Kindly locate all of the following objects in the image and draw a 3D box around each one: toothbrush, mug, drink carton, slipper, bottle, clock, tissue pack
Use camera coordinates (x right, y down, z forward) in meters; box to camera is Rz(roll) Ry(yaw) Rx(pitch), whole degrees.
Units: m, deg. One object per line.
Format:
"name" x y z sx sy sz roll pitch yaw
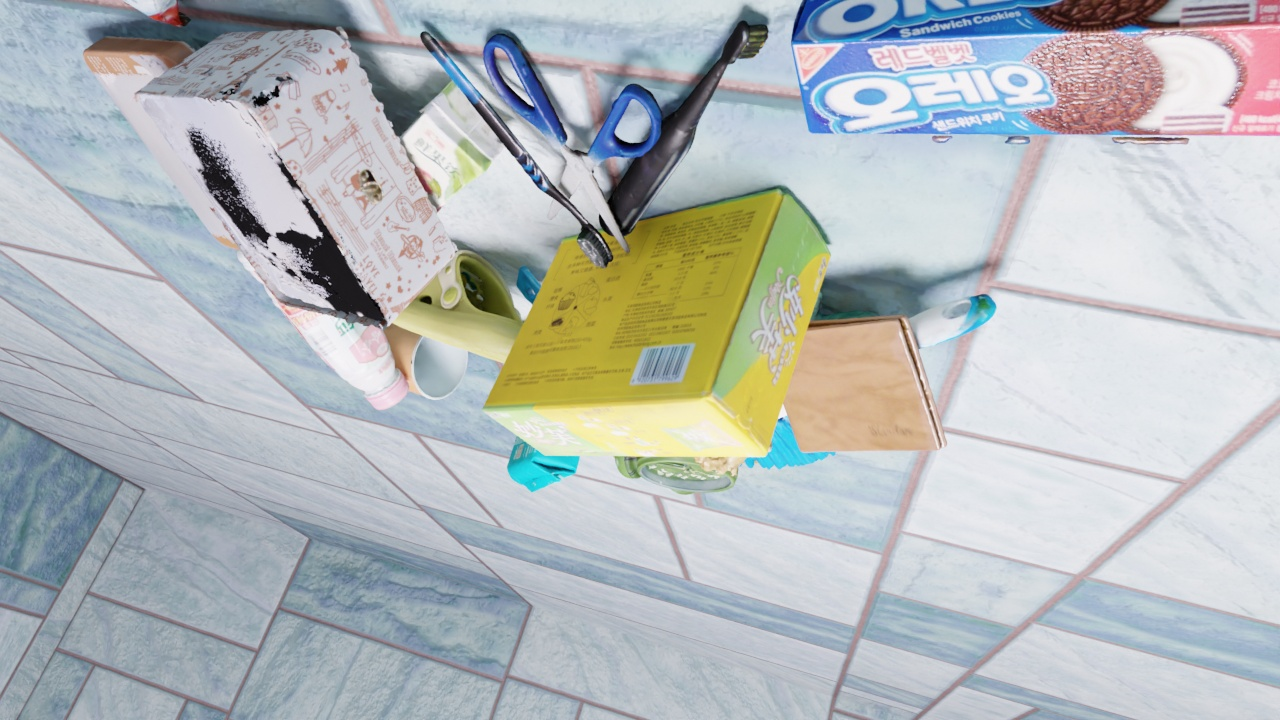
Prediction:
"toothbrush" 0.019 -0.129 0.537 0.027 0.026 0.213 -5 164 -22
"mug" -0.249 -0.009 0.944 0.123 0.078 0.078 11 156 31
"drink carton" -0.137 -0.135 0.613 0.053 0.045 0.123 43 147 -19
"slipper" -0.144 -0.048 0.771 0.191 0.081 0.091 20 175 42
"bottle" -0.279 -0.039 0.834 0.068 0.068 0.197 -1 131 38
"clock" 0.040 0.099 0.952 0.116 0.056 0.162 22 153 -26
"tissue pack" -0.082 0.061 0.890 0.050 0.133 0.093 22 160 -18
"toothbrush" -0.074 -0.126 0.574 0.014 0.016 0.189 -3 138 44

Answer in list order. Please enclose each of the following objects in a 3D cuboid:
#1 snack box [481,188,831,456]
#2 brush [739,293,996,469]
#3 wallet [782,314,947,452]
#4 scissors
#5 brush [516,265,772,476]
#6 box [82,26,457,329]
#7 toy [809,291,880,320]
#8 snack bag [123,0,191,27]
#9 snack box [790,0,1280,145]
"snack box" 0.008 -0.019 0.617 0.211 0.157 0.070 -6 143 44
"brush" 0.147 0.023 0.690 0.109 0.060 0.315 36 148 -28
"wallet" 0.142 0.018 0.627 0.115 0.020 0.101 -5 116 45
"scissors" -0.037 -0.129 0.557 0.162 0.012 0.175 44 153 -24
"brush" -0.004 0.004 0.738 0.255 0.045 0.083 36 143 13
"box" -0.267 -0.130 0.629 0.260 0.082 0.177 15 143 34
"toy" 0.120 -0.034 0.663 0.097 0.030 0.092 -3 156 28
"snack bag" -0.294 -0.235 0.536 0.045 0.026 0.105 31 154 -5
"snack box" 0.169 -0.130 0.379 0.208 0.057 0.058 7 151 26
